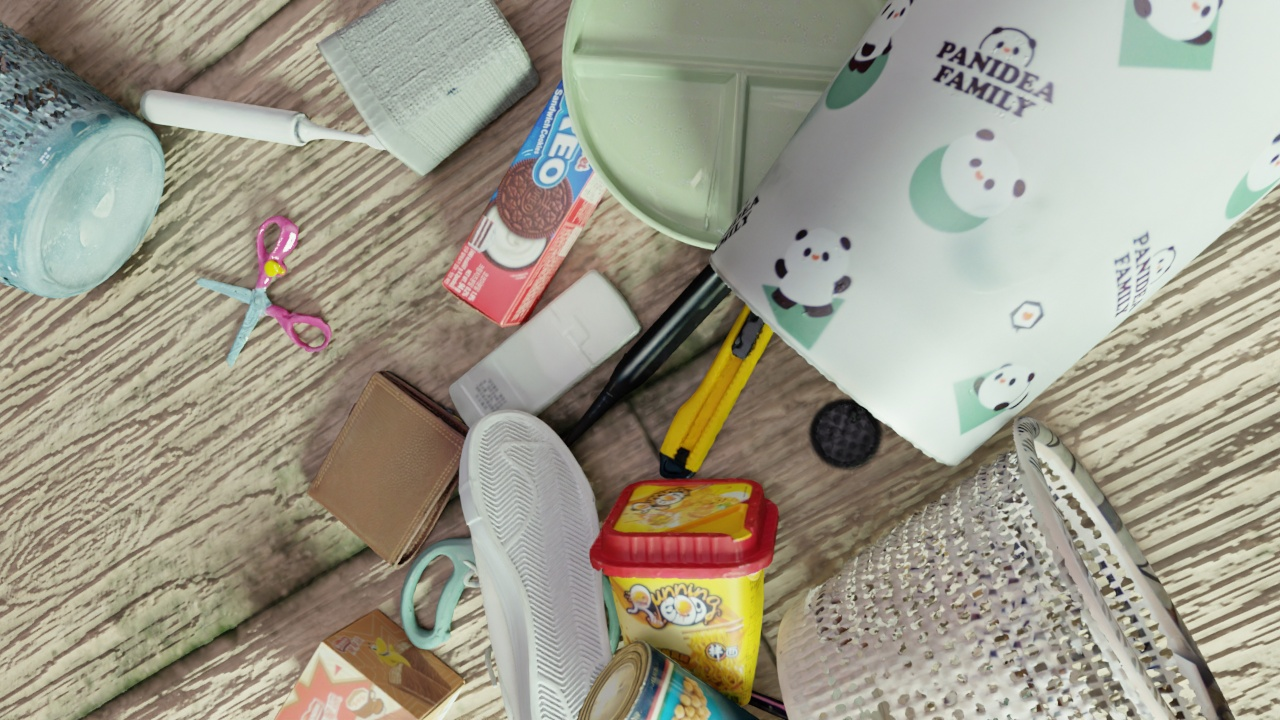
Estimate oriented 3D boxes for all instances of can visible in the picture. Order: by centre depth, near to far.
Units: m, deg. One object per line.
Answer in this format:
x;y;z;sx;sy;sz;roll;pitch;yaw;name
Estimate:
0.024;0.228;0.548;0.111;0.075;0.075;37;101;-11;can

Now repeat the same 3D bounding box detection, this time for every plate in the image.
0.065;-0.185;0.586;0.230;0.027;0.230;-1;100;-8;plate

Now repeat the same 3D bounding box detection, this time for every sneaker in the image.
-0.073;0.155;0.635;0.089;0.091;0.242;-7;71;-24;sneaker

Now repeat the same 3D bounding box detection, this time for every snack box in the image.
-0.057;-0.124;0.641;0.057;0.058;0.208;34;100;7;snack box
-0.205;0.260;0.686;0.094;0.077;0.093;35;100;10;snack box

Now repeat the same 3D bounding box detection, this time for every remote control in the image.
-0.070;0.000;0.668;0.150;0.021;0.058;-38;84;13;remote control

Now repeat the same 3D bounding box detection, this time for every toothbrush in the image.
0.105;0.249;0.642;0.189;0.014;0.018;17;126;15;toothbrush
-0.004;0.004;0.650;0.027;0.026;0.213;41;103;-12;toothbrush
-0.288;-0.183;0.711;0.221;0.026;0.027;11;121;13;toothbrush

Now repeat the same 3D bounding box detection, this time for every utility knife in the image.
0.071;-0.016;0.635;0.033;0.015;0.231;29;98;9;utility knife

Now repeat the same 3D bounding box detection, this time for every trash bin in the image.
0.186;-0.094;0.496;0.229;0.229;0.252;41;103;9;trash bin
0.196;0.173;0.527;0.193;0.227;0.227;-34;84;26;trash bin
-0.485;-0.152;0.682;0.195;0.226;0.227;27;99;-2;trash bin

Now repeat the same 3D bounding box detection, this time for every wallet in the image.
-0.189;0.082;0.699;0.101;0.032;0.125;35;100;13;wallet

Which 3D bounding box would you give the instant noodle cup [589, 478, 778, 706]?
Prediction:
0.034;0.153;0.610;0.116;0.115;0.124;-2;104;12;instant noodle cup

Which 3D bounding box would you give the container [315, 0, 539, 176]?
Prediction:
-0.141;-0.204;0.638;0.114;0.090;0.090;-34;85;3;container

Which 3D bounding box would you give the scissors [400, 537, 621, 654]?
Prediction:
-0.098;0.176;0.686;0.170;0.019;0.175;43;101;10;scissors

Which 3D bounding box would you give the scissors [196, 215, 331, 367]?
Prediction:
-0.295;-0.047;0.727;0.136;0.017;0.133;34;105;9;scissors
